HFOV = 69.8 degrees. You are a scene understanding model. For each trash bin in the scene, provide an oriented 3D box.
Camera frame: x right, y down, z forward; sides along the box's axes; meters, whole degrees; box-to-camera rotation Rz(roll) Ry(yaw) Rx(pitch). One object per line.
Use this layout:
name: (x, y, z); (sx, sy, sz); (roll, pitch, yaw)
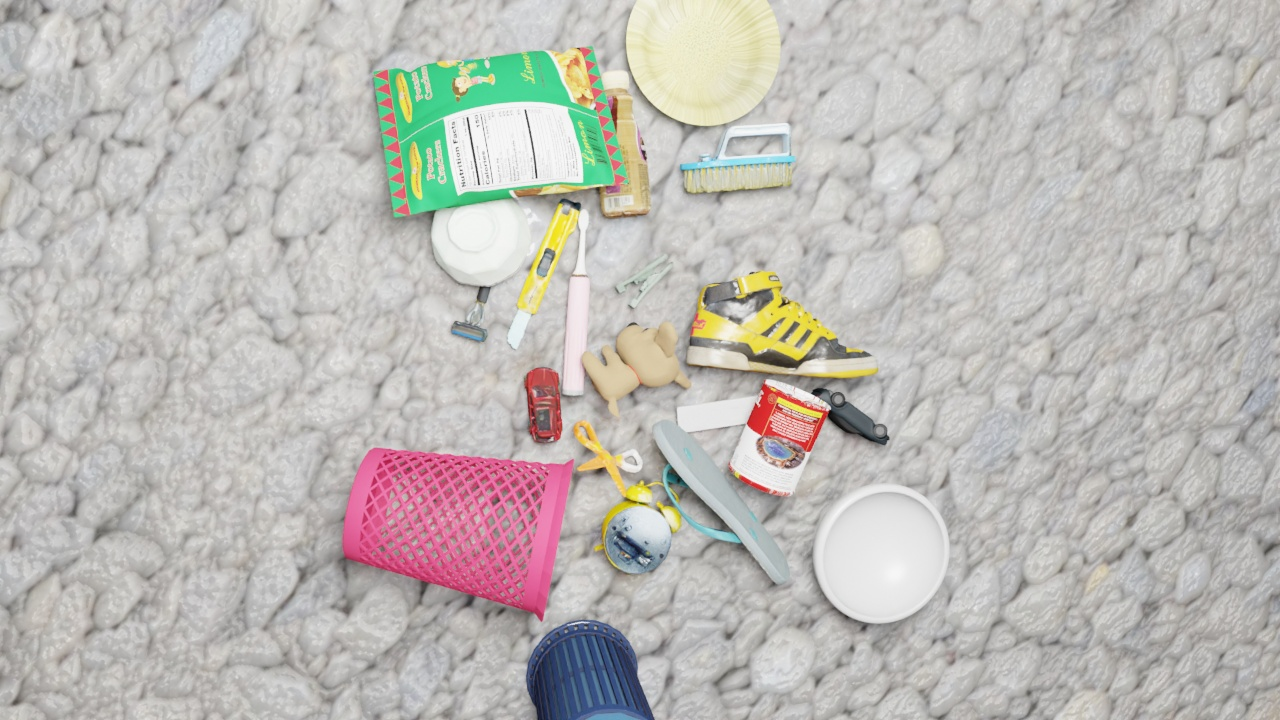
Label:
trash bin: (-0.052, 0.402, 1.027); (0.139, 0.249, 0.139); (-1, 95, -10)

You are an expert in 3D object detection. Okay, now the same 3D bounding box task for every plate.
plate: (0.072, -0.370, 1.091); (0.184, 0.036, 0.184); (-1, 95, -9)

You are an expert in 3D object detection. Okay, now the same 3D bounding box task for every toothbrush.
toothbrush: (-0.074, -0.069, 1.098); (0.027, 0.026, 0.222); (5, 94, 10)

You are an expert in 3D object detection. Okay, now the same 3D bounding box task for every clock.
clock: (0.001, 0.202, 1.117); (0.083, 0.057, 0.118); (38, 88, -10)

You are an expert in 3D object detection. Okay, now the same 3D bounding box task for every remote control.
remote control: (0.109, 0.065, 1.145); (0.131, 0.012, 0.033); (-8, 104, -9)

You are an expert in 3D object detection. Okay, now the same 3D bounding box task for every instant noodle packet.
instant noodle packet: (-0.157, -0.259, 1.017); (0.252, 0.090, 0.195); (-10, 67, -10)

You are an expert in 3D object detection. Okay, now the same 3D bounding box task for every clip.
clip: (0.011, -0.092, 1.112); (0.078, 0.023, 0.050); (-26, 100, -5)

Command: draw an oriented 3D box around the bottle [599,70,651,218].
bottle: (-0.023, -0.252, 1.074); (0.059, 0.059, 0.166); (-6, 95, -9)

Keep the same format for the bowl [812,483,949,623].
bowl: (0.296, 0.238, 1.164); (0.176, 0.066, 0.176); (-1, 95, -9)

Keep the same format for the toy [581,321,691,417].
toy: (-0.006, 0.006, 1.085); (0.108, 0.134, 0.105); (-28, 57, -5)

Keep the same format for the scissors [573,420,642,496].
scissors: (-0.036, 0.117, 1.088); (0.128, 0.125, 0.011); (16, 120, -38)

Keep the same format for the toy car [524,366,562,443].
toy car: (-0.116, 0.053, 1.098); (0.042, 0.036, 0.091); (-4, 90, -8)

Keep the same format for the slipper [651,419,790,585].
slipper: (0.089, 0.176, 1.123); (0.055, 0.098, 0.269); (-35, 109, 19)

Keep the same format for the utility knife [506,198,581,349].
utility knife: (-0.117, -0.104, 1.095); (0.030, 0.018, 0.191); (23, 94, -1)

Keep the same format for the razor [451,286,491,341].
razor: (-0.181, -0.095, 1.081); (0.043, 0.022, 0.144); (17, 86, 1)

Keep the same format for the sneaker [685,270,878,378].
sneaker: (0.175, -0.043, 1.111); (0.238, 0.086, 0.122); (4, 92, -12)

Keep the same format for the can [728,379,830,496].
can: (0.167, 0.093, 1.111); (0.086, 0.086, 0.116); (19, 101, -11)

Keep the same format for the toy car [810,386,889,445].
toy car: (0.263, 0.072, 1.156); (0.112, 0.046, 0.034); (36, 87, -9)

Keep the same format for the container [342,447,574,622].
container: (-0.203, 0.180, 1.032); (0.226, 0.183, 0.183); (11, 93, -3)

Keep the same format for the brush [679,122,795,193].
brush: (0.114, -0.241, 1.099); (0.136, 0.055, 0.075); (-6, 100, -9)

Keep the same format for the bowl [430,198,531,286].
bowl: (-0.186, -0.146, 1.043); (0.117, 0.061, 0.117); (0, 87, 0)
